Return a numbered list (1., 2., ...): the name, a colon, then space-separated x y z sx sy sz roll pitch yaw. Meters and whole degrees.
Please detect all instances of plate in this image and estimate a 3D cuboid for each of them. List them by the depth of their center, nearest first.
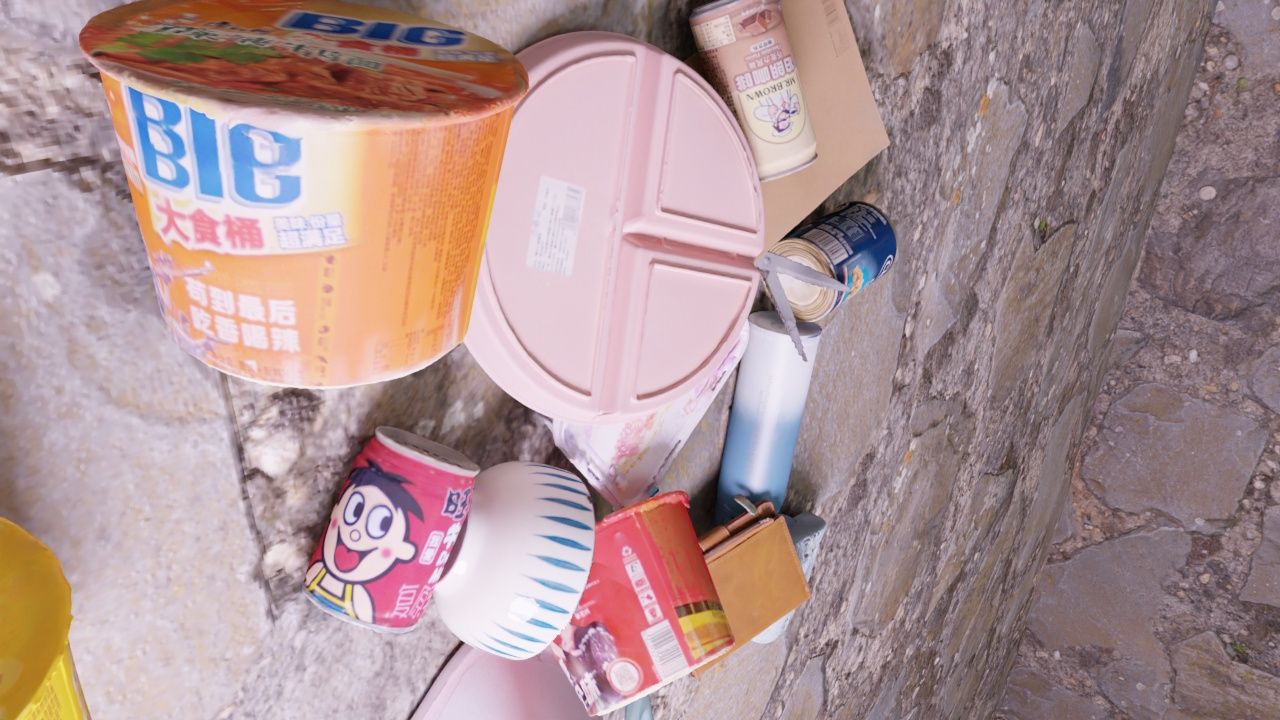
1. plate: -0.010 -0.074 0.534 0.229 0.028 0.229 -6 100 -36

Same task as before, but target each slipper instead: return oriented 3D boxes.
1. slipper: 0.137 0.203 0.936 0.245 0.074 0.104 -8 116 -70

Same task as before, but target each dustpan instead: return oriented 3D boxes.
1. dustpan: -0.124 0.308 0.688 0.273 0.138 0.222 -35 145 3

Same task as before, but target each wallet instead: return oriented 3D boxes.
1. wallet: 0.077 0.188 0.784 0.130 0.035 0.119 -27 104 -20

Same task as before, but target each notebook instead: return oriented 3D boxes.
1. notebook: 0.110 -0.183 0.680 0.210 0.012 0.149 -42 119 -32

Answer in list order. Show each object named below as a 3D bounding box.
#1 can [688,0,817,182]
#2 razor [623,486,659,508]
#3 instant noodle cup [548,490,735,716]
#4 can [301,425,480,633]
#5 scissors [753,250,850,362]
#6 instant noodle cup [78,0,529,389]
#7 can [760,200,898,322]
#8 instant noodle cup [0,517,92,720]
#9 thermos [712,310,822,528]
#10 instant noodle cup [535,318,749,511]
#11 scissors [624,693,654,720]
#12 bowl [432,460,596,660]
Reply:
1. can: 0.075 -0.180 0.602 0.058 0.059 0.116 -36 116 -38
2. razor: -0.014 0.162 0.735 0.043 0.028 0.132 -34 136 -75
3. instant noodle cup: -0.009 0.167 0.620 0.138 0.108 0.138 -24 164 -8
4. can: -0.132 0.089 0.494 0.066 0.066 0.094 26 87 -56
5. scissors: 0.093 -0.081 0.696 0.180 0.014 0.159 4 90 -30
6. instant noodle cup: -0.123 -0.066 0.355 0.151 0.151 0.112 -26 137 -45
7. can: 0.164 -0.087 0.795 0.110 0.075 0.075 -31 132 -41
8. instant noodle cup: -0.252 0.135 0.306 0.137 0.138 0.110 -34 143 -39
9. thermos: 0.109 0.068 0.818 0.070 0.070 0.221 -17 122 -49
10. instant noodle cup: -0.004 0.004 0.630 0.173 0.060 0.138 -56 145 -18
11. scissors: 0.006 0.272 0.764 0.170 0.019 0.180 31 62 -69
12. bowl: -0.087 0.111 0.540 0.066 0.116 0.116 25 88 -32
